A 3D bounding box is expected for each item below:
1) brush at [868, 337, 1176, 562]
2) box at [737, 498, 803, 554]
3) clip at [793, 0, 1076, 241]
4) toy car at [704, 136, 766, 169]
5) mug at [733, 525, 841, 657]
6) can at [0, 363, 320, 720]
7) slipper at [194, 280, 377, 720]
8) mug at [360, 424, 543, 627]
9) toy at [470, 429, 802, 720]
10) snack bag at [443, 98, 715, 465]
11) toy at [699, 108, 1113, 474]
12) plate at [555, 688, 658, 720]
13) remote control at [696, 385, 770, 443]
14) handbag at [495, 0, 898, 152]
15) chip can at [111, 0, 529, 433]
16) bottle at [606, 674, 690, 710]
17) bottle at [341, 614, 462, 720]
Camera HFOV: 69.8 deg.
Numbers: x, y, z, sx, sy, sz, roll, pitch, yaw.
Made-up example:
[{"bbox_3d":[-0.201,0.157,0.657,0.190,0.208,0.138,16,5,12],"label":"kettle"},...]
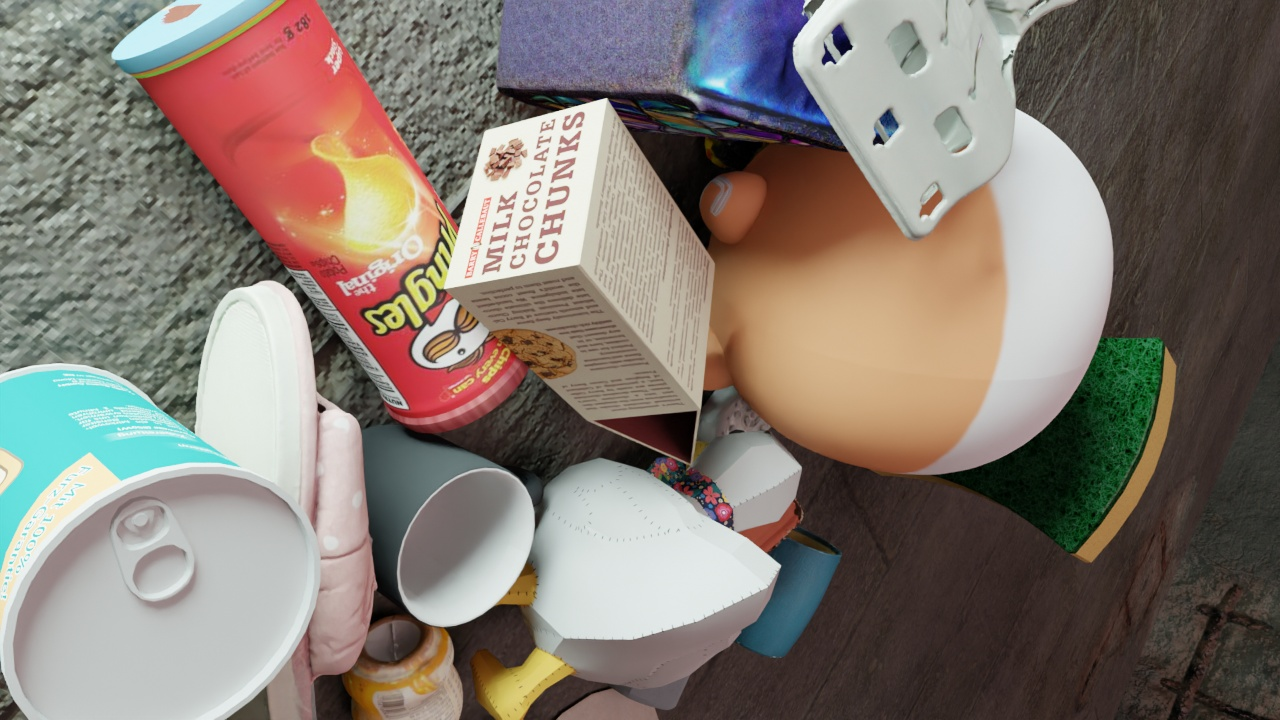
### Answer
[{"bbox_3d":[0.342,0.050,0.860,0.075,0.250,0.195,26,88,-49],"label":"brush"},{"bbox_3d":[0.048,0.157,0.680,0.186,0.053,0.058,-38,128,-24],"label":"box"},{"bbox_3d":[0.134,-0.147,0.422,0.147,0.082,0.125,-54,128,-11],"label":"clip"},{"bbox_3d":[0.076,-0.189,0.652,0.049,0.030,0.107,18,93,-48],"label":"toy car"},{"bbox_3d":[0.102,0.192,0.790,0.112,0.084,0.104,21,94,-21],"label":"mug"},{"bbox_3d":[-0.204,0.066,0.351,0.099,0.144,0.099,-19,117,-43],"label":"can"},{"bbox_3d":[-0.165,0.095,0.434,0.054,0.114,0.275,-10,117,-41],"label":"slipper"},{"bbox_3d":[-0.106,0.080,0.501,0.121,0.095,0.085,-13,113,-45],"label":"mug"},{"bbox_3d":[0.009,0.120,0.581,0.267,0.247,0.141,-24,99,-20],"label":"toy"},{"bbox_3d":[-0.008,-0.027,0.496,0.206,0.070,0.094,48,42,-50],"label":"snack bag"},{"bbox_3d":[0.167,-0.055,0.641,0.280,0.265,0.263,-3,121,-16],"label":"toy"},{"bbox_3d":[-0.040,0.352,0.719,0.188,0.027,0.189,-19,117,-43],"label":"plate"},{"bbox_3d":[0.088,0.034,0.746,0.114,0.028,0.060,-40,130,-32],"label":"remote control"},{"bbox_3d":[0.053,-0.185,0.506,0.221,0.205,0.125,-1,104,-40],"label":"handbag"},{"bbox_3d":[-0.133,-0.066,0.427,0.086,0.087,0.213,-49,133,-24],"label":"chip can"},{"bbox_3d":[0.033,0.191,0.728,0.072,0.046,0.161,37,76,-47],"label":"bottle"},{"bbox_3d":[-0.136,0.205,0.539,0.063,0.063,0.109,-27,123,-39],"label":"bottle"}]
